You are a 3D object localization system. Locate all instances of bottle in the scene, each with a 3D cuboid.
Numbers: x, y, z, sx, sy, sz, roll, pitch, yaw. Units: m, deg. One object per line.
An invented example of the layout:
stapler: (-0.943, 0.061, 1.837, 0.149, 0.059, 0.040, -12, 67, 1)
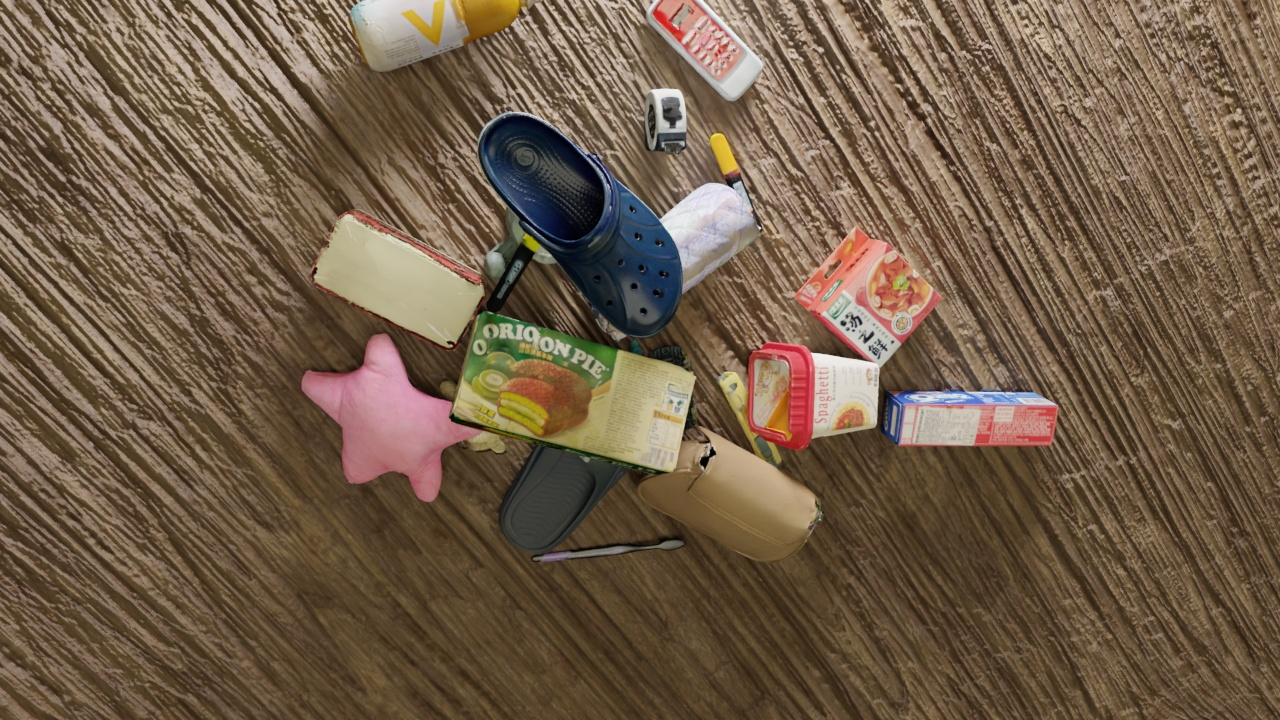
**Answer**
bottle: (-0.190, -0.345, 0.910, 0.189, 0.068, 0.068, -21, 107, -5)

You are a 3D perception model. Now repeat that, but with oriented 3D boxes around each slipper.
slipper: (-0.048, -0.132, 0.852, 0.105, 0.095, 0.253, -43, 99, 0)
slipper: (-0.069, 0.116, 1.033, 0.110, 0.083, 0.268, 35, 100, -3)

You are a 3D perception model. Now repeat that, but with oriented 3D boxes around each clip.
clip: (-0.007, 0.006, 1.057, 0.013, 0.038, 0.056, -1, 111, -8)

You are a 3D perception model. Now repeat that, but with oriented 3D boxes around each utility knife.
utility knife: (0.133, 0.078, 1.106, 0.031, 0.018, 0.152, -32, 103, -7)

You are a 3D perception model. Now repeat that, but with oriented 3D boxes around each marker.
marker: (0.108, -0.197, 1.030, 0.018, 0.015, 0.124, -28, 110, -1)
marker: (-0.117, -0.101, 0.904, 0.018, 0.015, 0.124, 30, 97, -11)

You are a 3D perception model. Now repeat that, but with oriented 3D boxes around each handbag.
handbag: (0.105, 0.151, 1.057, 0.204, 0.148, 0.099, 31, 60, -17)
handbag: (0.024, -0.107, 0.975, 0.194, 0.134, 0.075, -38, 108, 0)

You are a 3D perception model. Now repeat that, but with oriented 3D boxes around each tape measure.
tape measure: (0.026, -0.254, 0.973, 0.033, 0.066, 0.066, -5, 107, -13)

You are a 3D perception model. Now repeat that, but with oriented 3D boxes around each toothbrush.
toothbrush: (-0.039, 0.231, 1.116, 0.189, 0.017, 0.014, -5, 93, -6)

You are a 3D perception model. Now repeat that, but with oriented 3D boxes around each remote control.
remote control: (0.069, -0.341, 0.982, 0.136, 0.020, 0.056, 41, 93, -17)

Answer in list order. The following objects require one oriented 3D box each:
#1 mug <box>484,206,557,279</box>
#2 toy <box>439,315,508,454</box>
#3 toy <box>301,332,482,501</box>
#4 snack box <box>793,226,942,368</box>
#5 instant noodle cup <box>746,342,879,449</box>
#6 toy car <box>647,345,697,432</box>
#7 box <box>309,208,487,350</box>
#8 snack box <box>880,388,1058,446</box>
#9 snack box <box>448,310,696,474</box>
mug: (-0.112, -0.133, 0.960, 0.124, 0.103, 0.083, -42, 107, 1)
toy: (-0.170, 0.026, 1.018, 0.105, 0.066, 0.157, 10, 99, 19)
toy: (-0.283, 0.069, 0.998, 0.194, 0.074, 0.179, 39, 110, -4)
snack box: (0.266, -0.073, 1.072, 0.127, 0.044, 0.113, 39, 95, -16)
instant noodle cup: (0.201, 0.038, 1.057, 0.124, 0.117, 0.116, -1, 95, -22)
toy car: (0.036, 0.034, 1.066, 0.049, 0.031, 0.105, -10, 105, -2)
box: (-0.249, -0.085, 0.961, 0.168, 0.079, 0.091, 28, 99, -16)
snack box: (0.402, 0.070, 1.128, 0.207, 0.057, 0.058, 1, 106, -11)
snack box: (-0.070, 0.038, 0.963, 0.240, 0.063, 0.114, 15, 77, -13)
